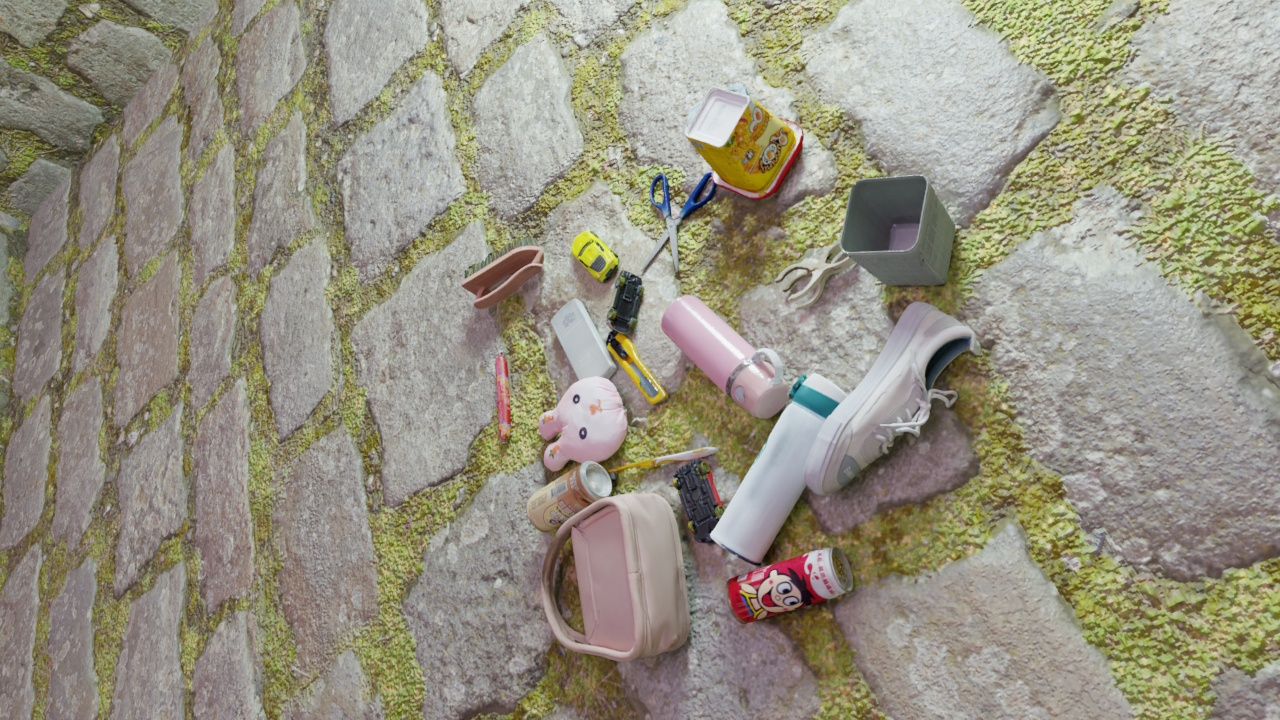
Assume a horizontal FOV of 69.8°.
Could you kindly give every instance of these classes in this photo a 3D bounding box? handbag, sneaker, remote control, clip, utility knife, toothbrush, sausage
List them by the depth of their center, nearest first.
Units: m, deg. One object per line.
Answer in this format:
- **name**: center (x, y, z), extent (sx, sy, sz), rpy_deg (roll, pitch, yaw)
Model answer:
- **sneaker**: center (0.274, 0.055, 0.985), extent (0.091, 0.089, 0.242), rpy_deg (34, 88, 37)
- **clip**: center (0.220, -0.095, 1.120), extent (0.105, 0.035, 0.084), rpy_deg (-20, 57, 22)
- **handbag**: center (-0.052, 0.275, 1.143), extent (0.235, 0.093, 0.193), rpy_deg (-24, 69, 42)
- **toothbrush**: center (0.020, 0.136, 1.192), extent (0.192, 0.016, 0.018), rpy_deg (-16, 74, 33)
- **utility knife**: center (-0.008, 0.007, 1.265), extent (0.033, 0.015, 0.153), rpy_deg (-50, 50, 14)
- **remote control**: center (-0.084, -0.023, 1.333), extent (0.058, 0.021, 0.150), rpy_deg (-42, 52, 18)
- **sausage**: center (-0.209, 0.056, 1.402), extent (0.020, 0.020, 0.155), rpy_deg (-24, 59, 29)

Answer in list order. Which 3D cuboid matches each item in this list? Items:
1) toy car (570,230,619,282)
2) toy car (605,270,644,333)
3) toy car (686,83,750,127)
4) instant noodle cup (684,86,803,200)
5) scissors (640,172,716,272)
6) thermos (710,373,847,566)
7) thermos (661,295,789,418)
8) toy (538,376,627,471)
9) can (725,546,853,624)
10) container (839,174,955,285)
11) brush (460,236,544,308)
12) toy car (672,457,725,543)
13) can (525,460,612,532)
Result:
- **toy car**: center (-0.073, -0.160, 1.374), extent (0.048, 0.032, 0.105), rpy_deg (-51, 48, 10)
- **toy car**: center (-0.024, -0.080, 1.298), extent (0.035, 0.042, 0.090), rpy_deg (-21, 52, 57)
- **toy car**: center (0.109, -0.358, 1.313), extent (0.106, 0.031, 0.048), rpy_deg (-22, 59, 31)
- **instant noodle cup**: center (0.132, -0.290, 1.206), extent (0.116, 0.123, 0.116), rpy_deg (32, 93, 42)
- **scissors**: center (0.049, -0.206, 1.311), extent (0.175, 0.012, 0.162), rpy_deg (-41, 53, 19)
- **thermos**: center (0.162, 0.121, 1.052), extent (0.073, 0.073, 0.224), rpy_deg (32, 92, 41)
- **thermos**: center (0.107, -0.013, 1.143), extent (0.198, 0.067, 0.087), rpy_deg (46, 137, 42)
- **toy**: center (-0.084, 0.093, 1.269), extent (0.160, 0.054, 0.121), rpy_deg (-31, 61, 33)
- **can**: center (0.163, 0.247, 1.009), extent (0.133, 0.053, 0.053), rpy_deg (-26, 58, 28)
- **container**: center (0.293, -0.139, 1.024), extent (0.090, 0.114, 0.090), rpy_deg (4, 75, 39)
- **brush**: center (-0.211, -0.139, 1.455), extent (0.146, 0.063, 0.073), rpy_deg (-27, 53, 25)
- **toy car**: center (0.075, 0.173, 1.122), extent (0.049, 0.031, 0.106), rpy_deg (-35, 53, 23)
- **can**: center (-0.096, 0.183, 1.228), extent (0.117, 0.058, 0.058), rpy_deg (-34, 54, 31)
